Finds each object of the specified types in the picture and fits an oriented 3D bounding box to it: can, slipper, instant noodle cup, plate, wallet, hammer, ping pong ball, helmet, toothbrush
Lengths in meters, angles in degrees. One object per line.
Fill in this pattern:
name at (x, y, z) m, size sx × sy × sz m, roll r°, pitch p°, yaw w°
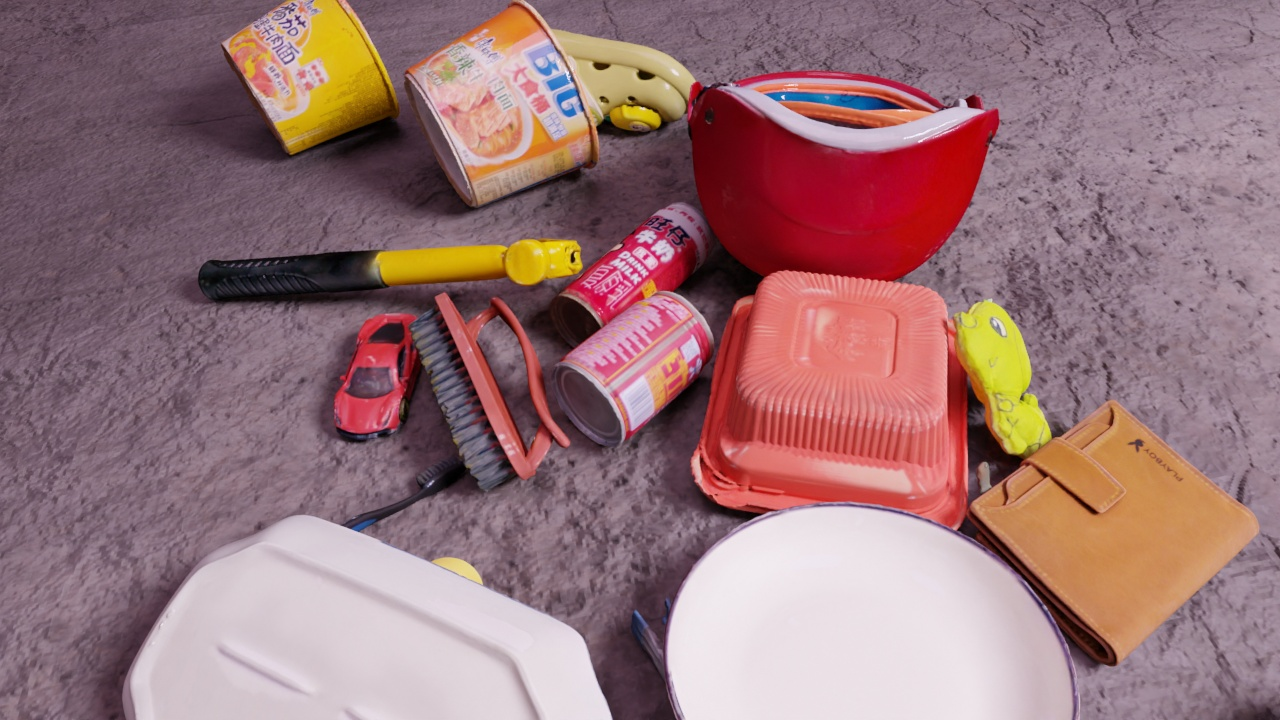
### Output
can at (-0.003, -0.062, 0.670) m, size 0.053 × 0.053 × 0.132 m, roll 28°, pitch 54°, yaw 27°
slipper at (-0.042, -0.248, 0.845) m, size 0.190 × 0.091 × 0.081 m, roll 18°, pitch 89°, yaw 8°
can at (-0.004, 0.003, 0.598) m, size 0.066 × 0.067 × 0.093 m, roll 32°, pitch 56°, yaw 30°
instant noodle cup at (-0.304, -0.262, 0.839) m, size 0.109 × 0.138 × 0.138 m, roll -32°, pitch 52°, yaw -14°
plate at (0.107, 0.151, 0.449) m, size 0.192 × 0.039 × 0.192 m, roll -2°, pitch 38°, yaw 2°
wallet at (0.258, 0.087, 0.517) m, size 0.130 × 0.035 × 0.119 m, roll -30°, pitch 64°, yaw -22°
plate at (-0.144, 0.167, 0.444) m, size 0.266 × 0.034 × 0.161 m, roll 18°, pitch 66°, yaw 21°
hammer at (-0.188, -0.067, 0.675) m, size 0.301 × 0.033 × 0.128 m, roll -2°, pitch 7°, yaw 14°
instant noodle cup at (-0.119, -0.204, 0.760) m, size 0.111 × 0.151 × 0.151 m, roll -29°, pitch 51°, yaw -12°
ping pong ball at (-0.106, 0.129, 0.504) m, size 0.040 × 0.040 × 0.040 m, roll -2°, pitch 46°, yaw 2°
helmet at (0.135, -0.132, 0.670) m, size 0.207 × 0.144 × 0.239 m, roll 4°, pitch 23°, yaw 4°
toothbrush at (-0.188, 0.108, 0.550) m, size 0.189 × 0.014 × 0.016 m, roll -30°, pitch 50°, yaw -22°
instant noodle cup at (0.123, 0.013, 0.571) m, size 0.164 × 0.079 × 0.188 m, roll 7°, pitch 48°, yaw 11°

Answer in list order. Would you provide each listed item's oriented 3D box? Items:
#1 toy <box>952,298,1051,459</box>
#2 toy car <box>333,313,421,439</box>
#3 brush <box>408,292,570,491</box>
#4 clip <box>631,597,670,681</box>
toy at (0.222, 0.012, 0.563) m, size 0.031 × 0.096 × 0.100 m, roll -21°, pitch 62°, yaw 39°
toy car at (-0.179, 0.009, 0.633) m, size 0.049 × 0.031 × 0.106 m, roll 0°, pitch 48°, yaw 6°
brush at (-0.095, 0.018, 0.594) m, size 0.069 × 0.063 × 0.145 m, roll -28°, pitch 50°, yaw -4°
clip at (0.015, 0.156, 0.481) m, size 0.043 × 0.027 × 0.058 m, roll -15°, pitch 50°, yaw -20°
